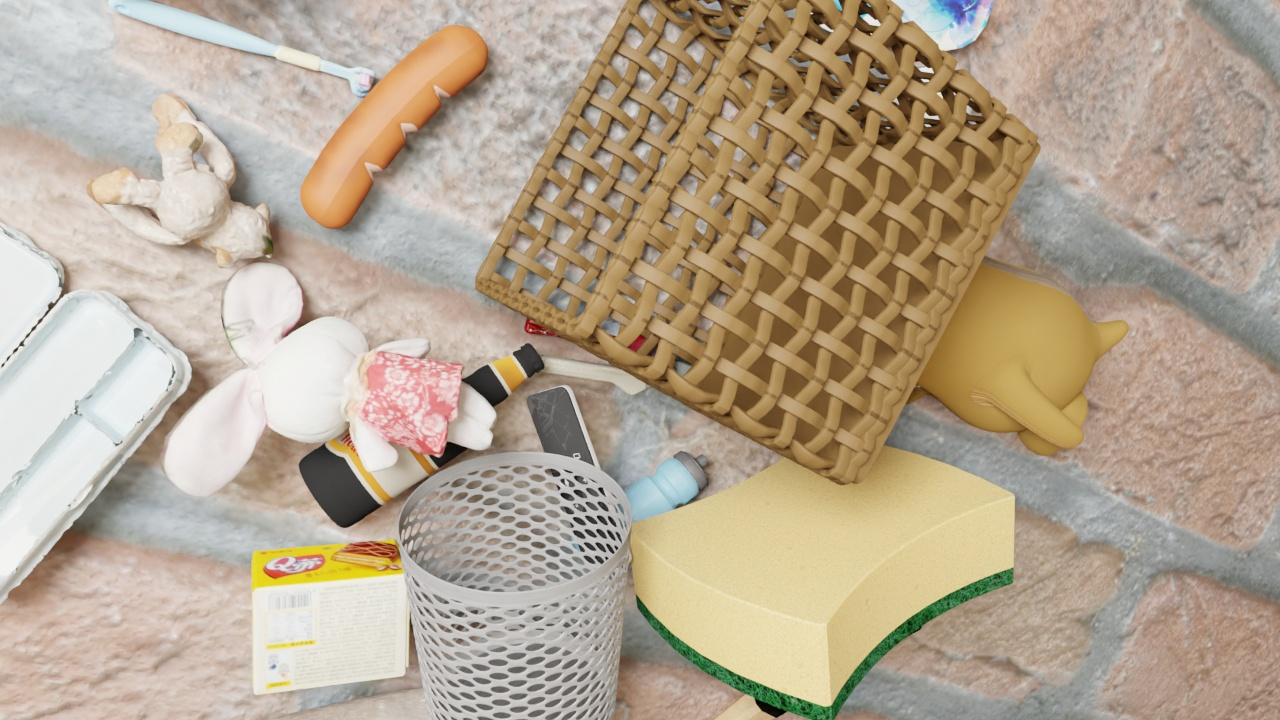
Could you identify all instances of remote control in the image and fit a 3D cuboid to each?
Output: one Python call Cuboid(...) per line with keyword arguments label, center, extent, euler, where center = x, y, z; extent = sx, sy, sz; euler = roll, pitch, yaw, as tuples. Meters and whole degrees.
Cuboid(label="remote control", center=(-0.047, 0.091, 0.703), extent=(0.008, 0.045, 0.146), euler=(-25, 97, -52))

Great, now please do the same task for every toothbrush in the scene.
Cuboid(label="toothbrush", center=(-0.245, -0.197, 0.573), extent=(0.155, 0.016, 0.022), euler=(12, 138, -25))

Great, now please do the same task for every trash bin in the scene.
Cuboid(label="trash bin", center=(-0.087, 0.185, 0.663), extent=(0.156, 0.156, 0.183), euler=(-9, 119, -20))

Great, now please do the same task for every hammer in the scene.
Cuboid(label="hammer", center=(0.093, 0.295, 0.773), extent=(0.131, 0.039, 0.329), euler=(36, 113, -30))

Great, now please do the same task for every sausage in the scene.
Cuboid(label="sausage", center=(-0.164, -0.157, 0.605), extent=(0.164, 0.039, 0.044), euler=(-49, 120, -3))

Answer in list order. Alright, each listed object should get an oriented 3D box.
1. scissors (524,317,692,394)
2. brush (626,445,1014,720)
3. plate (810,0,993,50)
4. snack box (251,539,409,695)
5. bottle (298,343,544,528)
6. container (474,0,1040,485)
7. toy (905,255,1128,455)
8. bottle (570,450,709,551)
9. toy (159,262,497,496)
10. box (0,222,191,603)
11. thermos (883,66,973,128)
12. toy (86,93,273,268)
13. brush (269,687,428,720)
Cuboid(label="scissors", center=(-0.005, -0.003, 0.729), extent=(0.187, 0.015, 0.146), euler=(-22, 112, -17))
Cuboid(label="brush", center=(0.136, 0.148, 0.700), extent=(0.249, 0.195, 0.075), euler=(-20, 113, -34))
Cuboid(label="plate", center=(0.207, -0.344, 0.716), extent=(0.186, 0.016, 0.187), euler=(-1, 105, -22))
Cuboid(label="snack box", center=(-0.225, 0.183, 0.666), extent=(0.105, 0.061, 0.084), euler=(0, 104, -22))
Cuboid(label="bottle", center=(-0.150, 0.045, 0.658), extent=(0.181, 0.059, 0.059), euler=(-34, 115, -10))
Cuboid(label="container", center=(0.066, -0.095, 0.608), extent=(0.214, 0.220, 0.251), euler=(29, 88, -27))
Cuboid(label="toy", center=(0.272, -0.018, 0.773), extent=(0.203, 0.198, 0.163), euler=(26, 122, -13))
Cuboid(label="bottle", center=(0.004, 0.120, 0.754), extent=(0.130, 0.040, 0.040), euler=(-38, 115, -8))
Cuboid(label="toy", center=(-0.188, 0.018, 0.589), extent=(0.194, 0.084, 0.158), euler=(10, 68, -9))
Cuboid(label="box", center=(-0.410, 0.027, 0.558), extent=(0.192, 0.061, 0.210), euler=(38, 88, -8))
Cuboid(label="thermos", center=(0.202, -0.116, 0.706), extent=(0.068, 0.068, 0.229), euler=(30, 69, -27))
Cuboid(label="toy", center=(-0.271, -0.103, 0.569), extent=(0.106, 0.074, 0.085), euler=(40, 75, -31))
Cuboid(label="brush", center=(-0.170, 0.297, 0.710), extent=(0.270, 0.083, 0.057), euler=(-3, 106, -22))
